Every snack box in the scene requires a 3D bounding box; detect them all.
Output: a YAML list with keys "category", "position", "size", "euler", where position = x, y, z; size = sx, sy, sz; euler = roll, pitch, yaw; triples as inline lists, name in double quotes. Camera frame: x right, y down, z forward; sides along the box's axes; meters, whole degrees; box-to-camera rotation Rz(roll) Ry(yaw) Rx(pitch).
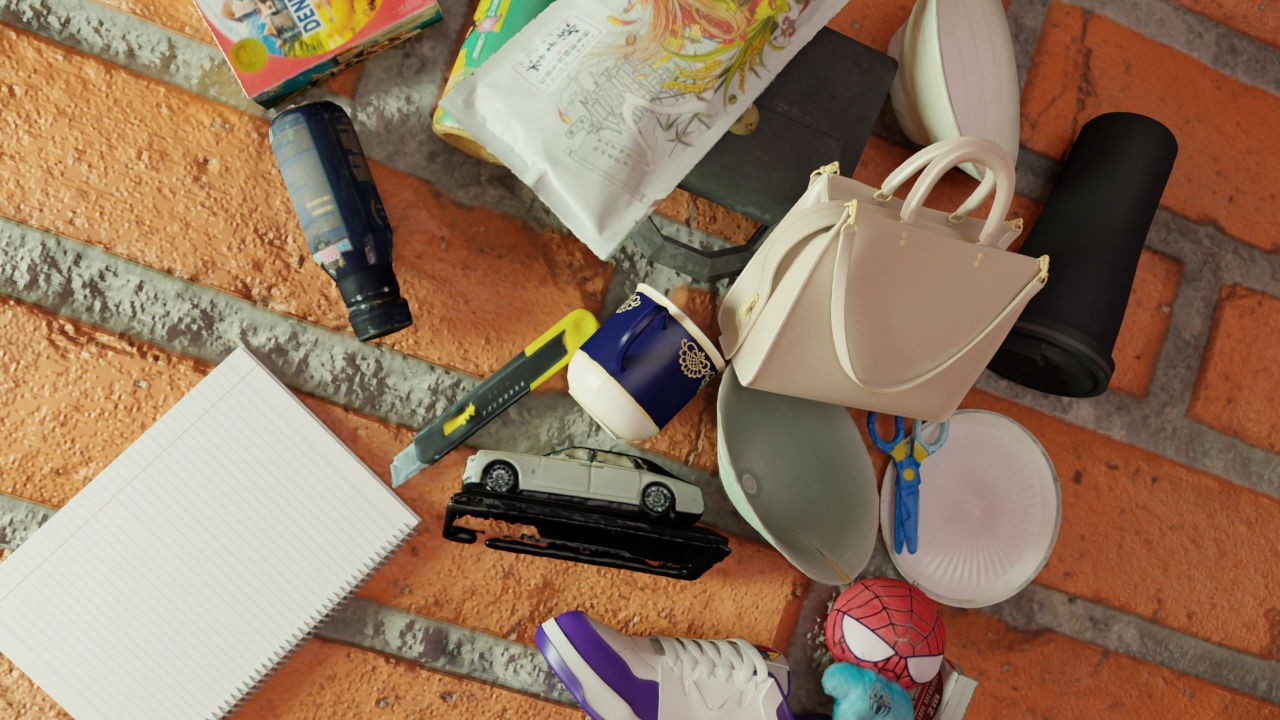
- category: "snack box"
  position: [-0.231, -0.268, 0.621]
  size: [0.145, 0.040, 0.142]
  euler: [-28, 95, -1]

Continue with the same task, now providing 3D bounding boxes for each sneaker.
- category: "sneaker"
  position: [0.045, 0.235, 0.648]
  size: [0.244, 0.092, 0.111]
  euler: [40, 81, -11]

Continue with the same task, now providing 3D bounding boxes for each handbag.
- category: "handbag"
  position: [0.056, -0.156, 0.650]
  size: [0.197, 0.102, 0.199]
  euler: [20, 85, -9]
- category: "handbag"
  position: [0.176, -0.060, 0.612]
  size: [0.194, 0.101, 0.198]
  euler: [11, 130, -23]

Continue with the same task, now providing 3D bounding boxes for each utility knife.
- category: "utility knife"
  position: [-0.106, 0.027, 0.659]
  size: [0.187, 0.020, 0.029]
  euler: [-39, 94, -8]

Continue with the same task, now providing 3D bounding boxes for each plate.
- category: "plate"
  position: [0.261, 0.116, 0.727]
  size: [0.157, 0.014, 0.157]
  euler: [0, 89, -10]

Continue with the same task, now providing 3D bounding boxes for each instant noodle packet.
- category: "instant noodle packet"
  position: [0.018, -0.207, 0.578]
  size: [0.147, 0.057, 0.269]
  euler: [43, 83, 6]

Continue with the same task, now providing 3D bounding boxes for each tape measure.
- category: "tape measure"
  position: [0.224, 0.256, 0.694]
  size: [0.020, 0.062, 0.060]
  euler: [23, 90, -10]

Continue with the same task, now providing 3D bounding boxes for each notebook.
- category: "notebook"
  position: [-0.299, 0.138, 0.624]
  size: [0.245, 0.013, 0.178]
  euler: [-45, 95, -8]

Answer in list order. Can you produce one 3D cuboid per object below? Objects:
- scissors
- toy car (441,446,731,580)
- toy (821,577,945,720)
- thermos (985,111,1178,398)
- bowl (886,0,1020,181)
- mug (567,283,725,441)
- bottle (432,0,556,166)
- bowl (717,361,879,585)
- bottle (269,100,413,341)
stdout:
- category: "scissors"
  position: [0.199, 0.087, 0.702]
  size: [0.070, 0.022, 0.130]
  euler: [8, 90, -12]
- category: "toy car"
  position: [-0.038, 0.100, 0.646]
  size: [0.191, 0.094, 0.071]
  euler: [10, 62, -9]
- category: "toy"
  position: [0.176, 0.221, 0.674]
  size: [0.092, 0.062, 0.132]
  euler: [26, 59, -3]
- category: "thermos"
  position: [0.338, -0.081, 0.707]
  size: [0.106, 0.106, 0.218]
  euler: [29, 79, -9]
- category: "bowl"
  position: [0.228, -0.211, 0.685]
  size: [0.176, 0.058, 0.176]
  euler: [8, 80, -51]
- category: "mug"
  position: [-0.004, 0.004, 0.633]
  size: [0.089, 0.112, 0.085]
  euler: [-45, 73, -6]
- category: "bottle"
  position: [-0.077, -0.243, 0.641]
  size: [0.068, 0.068, 0.209]
  euler: [21, 87, -10]
- category: "bowl"
  position: [0.094, 0.082, 0.665]
  size: [0.174, 0.068, 0.174]
  euler: [25, 51, -35]
- category: "bottle"
  position: [-0.200, -0.093, 0.624]
  size: [0.056, 0.056, 0.161]
  euler: [-21, 92, -11]
